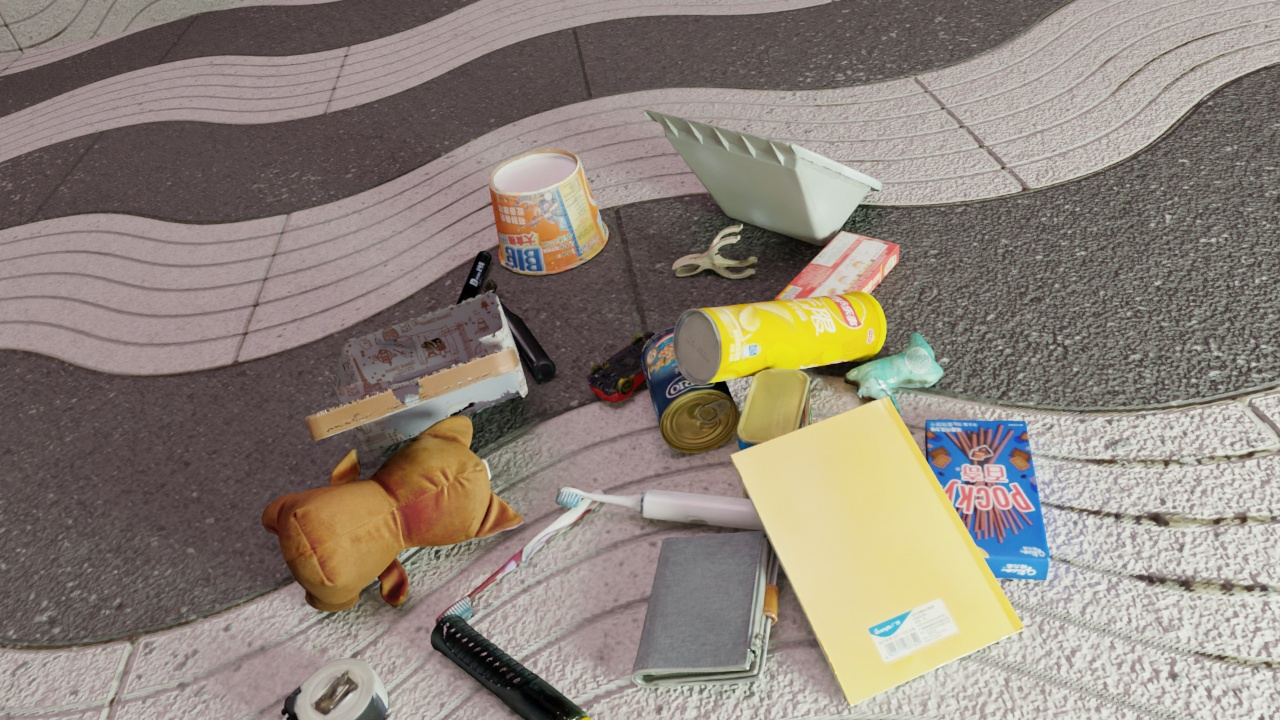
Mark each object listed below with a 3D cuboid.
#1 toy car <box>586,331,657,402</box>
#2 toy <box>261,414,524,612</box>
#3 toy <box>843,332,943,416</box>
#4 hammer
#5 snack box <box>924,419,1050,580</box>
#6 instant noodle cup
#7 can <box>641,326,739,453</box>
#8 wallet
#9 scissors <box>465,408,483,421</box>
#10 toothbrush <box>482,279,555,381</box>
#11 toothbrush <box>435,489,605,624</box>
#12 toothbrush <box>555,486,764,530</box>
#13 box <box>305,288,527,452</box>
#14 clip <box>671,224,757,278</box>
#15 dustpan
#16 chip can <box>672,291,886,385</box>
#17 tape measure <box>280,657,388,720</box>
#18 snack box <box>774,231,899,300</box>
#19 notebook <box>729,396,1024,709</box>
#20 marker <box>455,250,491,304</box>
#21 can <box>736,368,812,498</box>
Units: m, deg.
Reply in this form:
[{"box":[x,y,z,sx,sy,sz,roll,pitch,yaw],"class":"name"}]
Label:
[{"box":[-0.006,0.006,0.967,0.049,0.031,0.106,26,53,38],"class":"toy car"},{"box":[-0.215,0.136,0.810,0.199,0.140,0.131,-28,-1,-22],"class":"toy"},{"box":[0.246,0.018,0.886,0.092,0.030,0.096,-17,45,2],"class":"toy"},{"box":[-0.047,0.265,0.654,0.301,0.033,0.128,22,49,36],"class":"hammer"},{"box":[0.283,0.110,0.760,0.085,0.026,0.156,0,40,14],"class":"snack box"},{"box":[-0.125,-0.198,1.191,0.151,0.111,0.151,-8,38,6],"class":"instant noodle cup"},{"box":[0.045,0.026,0.892,0.075,0.075,0.111,-14,37,-2],"class":"can"},{"box":[0.056,0.193,0.713,0.107,0.037,0.129,-9,36,22],"class":"wallet"},{"box":[-0.208,0.042,0.989,0.129,0.019,0.184,5,40,22],"class":"scissors"},{"box":[-0.147,-0.041,1.070,0.026,0.027,0.212,11,25,-34],"class":"toothbrush"},{"box":[-0.099,0.171,0.799,0.187,0.016,0.017,-36,52,-27],"class":"toothbrush"},{"box":[0.031,0.127,0.799,0.221,0.027,0.026,4,54,15],"class":"toothbrush"},{"box":[-0.202,0.020,0.870,0.178,0.103,0.260,-20,23,-6],"class":"box"},{"box":[0.089,-0.131,1.087,0.101,0.096,0.034,10,42,10],"class":"clip"},{"box":[0.172,-0.249,1.110,0.223,0.258,0.142,26,75,39],"class":"dustpan"},{"box":[0.135,-0.024,0.870,0.213,0.072,0.072,-7,31,-33],"class":"chip can"},{"box":[-0.230,0.264,0.705,0.066,0.034,0.065,21,49,33],"class":"tape measure"},{"box":[0.222,-0.091,1.029,0.075,0.025,0.152,21,49,34],"class":"snack box"},{"box":[0.175,0.136,0.702,0.145,0.010,0.206,-20,63,-9],"class":"notebook"},{"box":[-0.214,-0.095,1.163,0.022,0.020,0.131,-28,31,29],"class":"marker"},{"box":[0.121,0.069,0.810,0.057,0.083,0.101,3,41,19],"class":"can"}]
